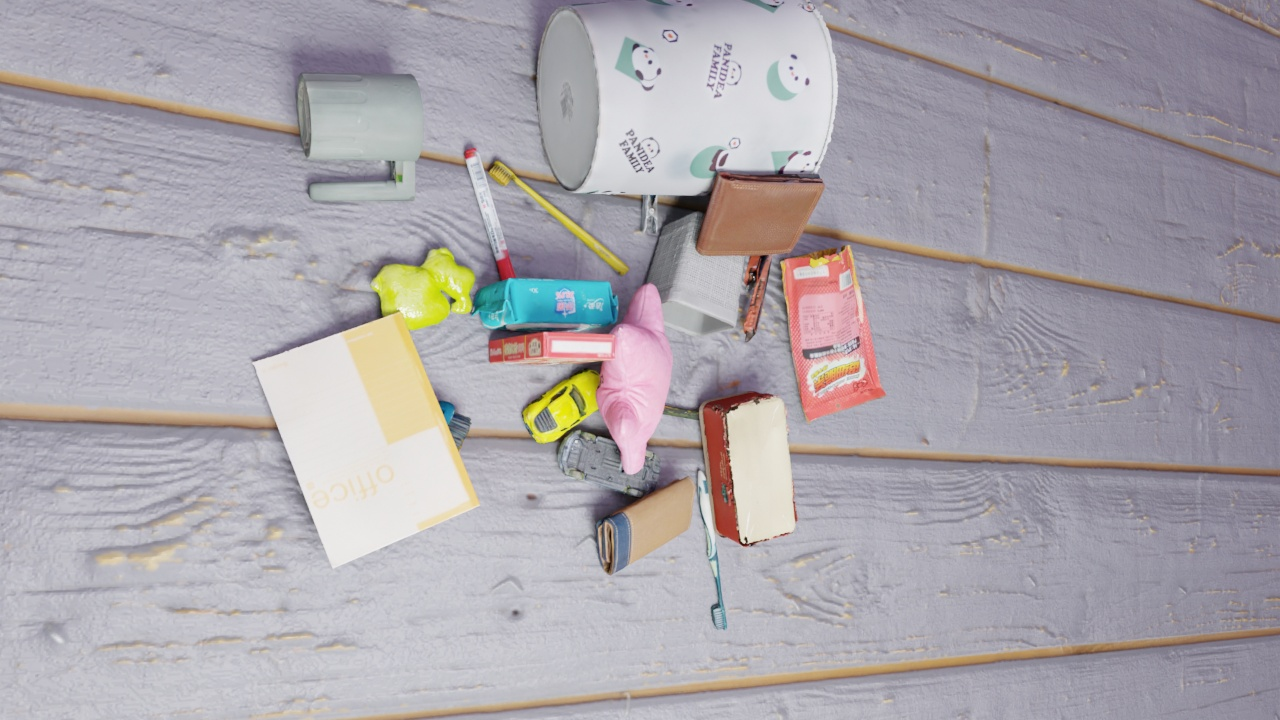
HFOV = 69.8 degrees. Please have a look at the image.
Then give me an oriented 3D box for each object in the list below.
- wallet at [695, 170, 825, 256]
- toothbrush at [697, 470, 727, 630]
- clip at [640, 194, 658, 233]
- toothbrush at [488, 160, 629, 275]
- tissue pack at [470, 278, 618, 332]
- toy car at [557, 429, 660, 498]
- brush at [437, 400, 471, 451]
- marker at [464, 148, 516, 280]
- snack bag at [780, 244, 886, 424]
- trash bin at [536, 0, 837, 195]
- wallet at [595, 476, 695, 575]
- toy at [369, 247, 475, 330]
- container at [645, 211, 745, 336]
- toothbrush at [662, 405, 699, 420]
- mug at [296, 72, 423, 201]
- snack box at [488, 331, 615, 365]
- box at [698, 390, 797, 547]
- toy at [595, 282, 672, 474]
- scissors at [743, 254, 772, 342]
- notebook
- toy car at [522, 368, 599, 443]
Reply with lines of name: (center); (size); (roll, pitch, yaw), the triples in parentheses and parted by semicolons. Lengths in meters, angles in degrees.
wallet: (0.125, -0.157, 0.975); (0.124, 0.101, 0.032); (-4, 52, -22)
toothbrush: (0.081, 0.224, 1.077); (0.018, 0.016, 0.191); (-9, 92, -18)
clip: (0.010, -0.174, 1.056); (0.036, 0.025, 0.058); (-1, 95, -20)
toothbrush: (-0.088, -0.152, 1.006); (0.190, 0.016, 0.016); (37, 75, -22)
tissue pack: (-0.100, -0.056, 0.949); (0.133, 0.093, 0.050); (0, 88, -28)
toy car: (-0.034, 0.114, 1.008); (0.120, 0.037, 0.054); (20, 78, -23)
brush: (-0.227, 0.099, 0.894); (0.073, 0.055, 0.143); (38, 71, -23)
marker: (-0.158, -0.151, 0.967); (0.017, 0.017, 0.145); (-19, 96, -28)
snack bag: (0.238, -0.035, 1.152); (0.128, 0.073, 0.208); (-17, 100, -24)
trash bin: (0.038, -0.277, 0.971); (0.251, 0.230, 0.229); (-8, 91, -24)
wallet: (0.007, 0.180, 1.010); (0.115, 0.033, 0.090); (-24, 138, -27)
toy: (-0.216, -0.069, 0.923); (0.096, 0.031, 0.100); (42, 69, -22)
container: (0.063, -0.098, 1.044); (0.090, 0.090, 0.114); (20, 75, -26)
toothbrush: (0.076, 0.067, 1.080); (0.185, 0.017, 0.012); (11, 92, -28)
mug: (-0.269, -0.214, 0.883); (0.103, 0.084, 0.124); (-6, 115, -28)
snack box: (-0.092, -0.011, 0.918); (0.075, 0.153, 0.025); (1, 87, -29)
box: (0.131, 0.124, 1.061); (0.091, 0.078, 0.168); (-11, 100, -24)
toy: (-0.006, 0.006, 0.954); (0.075, 0.179, 0.194); (4, 61, 8)
scissors: (0.150, -0.129, 1.097); (0.225, 0.015, 0.189); (-55, 153, -57)
notebook: (-0.257, 0.070, 0.862); (0.145, 0.010, 0.206); (-21, 82, -16)
toy car: (-0.078, 0.048, 0.991); (0.105, 0.032, 0.048); (-35, 103, -27)
